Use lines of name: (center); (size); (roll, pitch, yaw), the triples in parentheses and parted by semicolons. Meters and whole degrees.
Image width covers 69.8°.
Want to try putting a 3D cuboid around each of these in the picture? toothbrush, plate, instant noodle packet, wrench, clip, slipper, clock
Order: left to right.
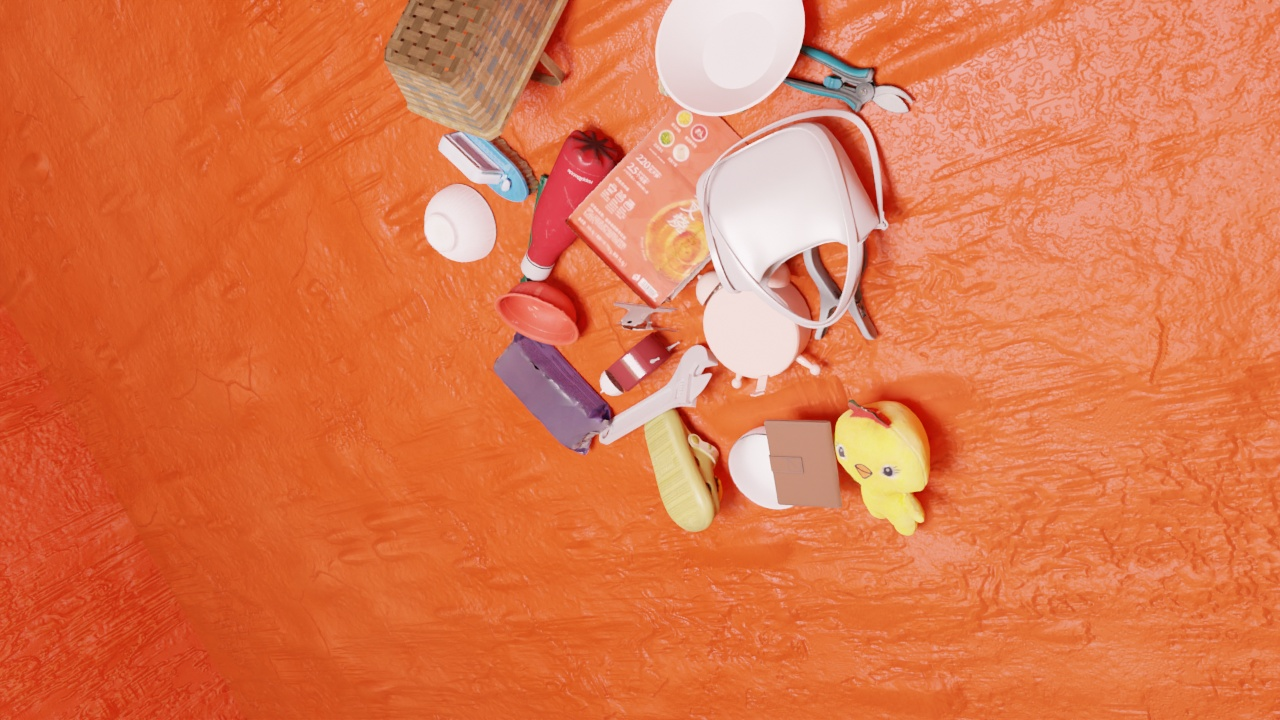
toothbrush: (-0.151, -0.179, 1.322); (0.016, 0.017, 0.190); (33, 126, 25)
clock: (-0.008, 0.008, 1.274); (0.044, 0.086, 0.125); (51, 127, 1)
clip: (0.001, -0.053, 1.266); (0.102, 0.053, 0.057); (8, 153, 31)
wrench: (0.018, 0.056, 1.304); (0.018, 0.086, 0.274); (24, 147, -26)
instant noodle packet: (0.041, -0.197, 1.134); (0.164, 0.083, 0.221); (46, 110, 6)
slipper: (0.067, 0.150, 1.304); (0.092, 0.081, 0.190); (-45, 59, 46)
plate: (0.103, -0.352, 1.020); (0.174, 0.036, 0.174); (-3, 84, 27)
clock: (0.141, -0.043, 1.154); (0.131, 0.086, 0.160); (-11, 100, 37)
clip: (0.248, -0.099, 1.084); (0.106, 0.027, 0.163); (6, 116, 32)

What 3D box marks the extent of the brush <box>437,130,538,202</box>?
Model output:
brush: (-0.209, -0.269, 1.275); (0.136, 0.075, 0.056); (43, 130, 9)

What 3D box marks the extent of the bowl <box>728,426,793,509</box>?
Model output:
bowl: (0.181, 0.135, 1.225); (0.113, 0.063, 0.113); (14, 119, 27)

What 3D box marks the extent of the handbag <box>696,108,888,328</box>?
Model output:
handbag: (0.180, -0.146, 1.030); (0.216, 0.095, 0.222); (-24, 85, 23)

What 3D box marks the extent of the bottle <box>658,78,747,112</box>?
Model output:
bottle: (0.076, -0.321, 1.077); (0.111, 0.043, 0.043); (20, 123, 25)

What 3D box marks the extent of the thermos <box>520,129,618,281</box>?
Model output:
thermos: (-0.106, -0.199, 1.243); (0.073, 0.073, 0.241); (42, 132, 9)

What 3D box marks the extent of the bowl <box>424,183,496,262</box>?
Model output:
bowl: (-0.280, -0.198, 1.367); (0.118, 0.062, 0.118); (15, 121, 27)

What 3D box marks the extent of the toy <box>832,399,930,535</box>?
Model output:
toy: (0.302, 0.128, 1.126); (0.134, 0.092, 0.208); (29, 138, 47)

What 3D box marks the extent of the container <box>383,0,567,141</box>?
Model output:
container: (-0.184, -0.401, 1.137); (0.158, 0.186, 0.250); (25, 87, 22)

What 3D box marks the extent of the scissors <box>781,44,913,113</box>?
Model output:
scissors: (0.219, -0.302, 1.006); (0.150, 0.019, 0.131); (-20, 103, 38)

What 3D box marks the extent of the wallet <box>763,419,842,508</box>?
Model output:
wallet: (0.205, 0.130, 1.157); (0.088, 0.013, 0.121); (-1, 112, 30)

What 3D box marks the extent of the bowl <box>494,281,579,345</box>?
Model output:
bowl: (-0.143, -0.075, 1.327); (0.130, 0.045, 0.131); (18, 155, 8)

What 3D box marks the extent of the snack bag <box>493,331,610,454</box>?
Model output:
snack bag: (-0.137, 0.048, 1.399); (0.205, 0.058, 0.097); (46, 129, 7)
